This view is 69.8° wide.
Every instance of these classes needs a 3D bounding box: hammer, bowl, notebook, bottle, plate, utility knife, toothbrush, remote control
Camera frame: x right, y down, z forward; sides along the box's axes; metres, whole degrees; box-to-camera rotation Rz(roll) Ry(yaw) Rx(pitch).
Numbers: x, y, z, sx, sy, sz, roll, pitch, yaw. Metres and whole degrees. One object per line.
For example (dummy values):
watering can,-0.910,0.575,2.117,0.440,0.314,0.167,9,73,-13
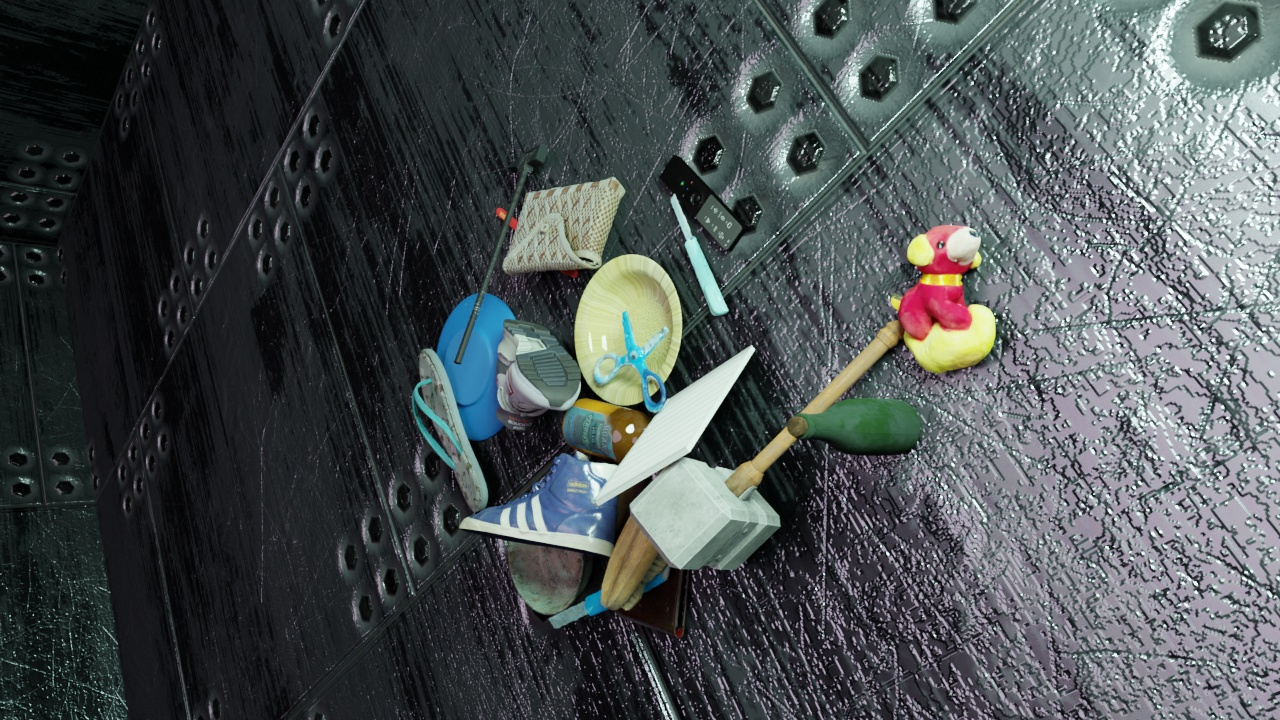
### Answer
hammer,0.149,0.077,0.926,0.318,0.162,0.083,-47,62,11
hammer,-0.204,-0.146,1.274,0.095,0.015,0.324,-7,63,55
bowl,-0.114,0.257,1.221,0.158,0.038,0.157,-4,84,44
notebook,0.039,0.068,0.990,0.009,0.209,0.143,49,127,-7
bottle,-0.022,0.091,1.123,0.157,0.067,0.068,11,95,44
plate,-0.255,0.009,1.387,0.225,0.024,0.224,-4,84,44
utility knife,-0.040,0.288,1.123,0.222,0.015,0.031,-32,58,33
bottle,0.192,0.061,0.841,0.055,0.173,0.055,-4,84,44
toothbrush,-0.154,-0.170,1.305,0.212,0.017,0.012,41,115,38
plate,-0.007,-0.037,1.138,0.185,0.036,0.184,-4,85,44
remote control,0.072,-0.188,1.088,0.034,0.013,0.150,-55,53,26
utility knife,0.065,-0.126,1.084,0.022,0.015,0.166,-35,68,38

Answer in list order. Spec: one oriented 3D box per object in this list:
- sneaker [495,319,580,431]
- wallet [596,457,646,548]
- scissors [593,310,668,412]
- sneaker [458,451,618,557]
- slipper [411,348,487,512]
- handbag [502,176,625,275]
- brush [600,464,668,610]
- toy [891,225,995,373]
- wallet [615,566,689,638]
sneaker,-0.145,0.041,1.218,0.239,0.088,0.124,-124,46,-59
wallet,-0.029,0.176,1.145,0.092,0.018,0.115,-9,63,44
scissors,-0.006,0.007,1.102,0.134,0.011,0.139,-41,61,33
sneaker,-0.124,0.169,1.151,0.234,0.091,0.118,0,70,37
slipper,-0.303,0.110,1.391,0.268,0.054,0.098,65,148,18
handbag,-0.109,-0.176,1.223,0.186,0.047,0.124,1,68,45
brush,0.013,0.203,1.064,0.059,0.043,0.195,23,84,57
toy,0.278,-0.056,0.852,0.106,0.067,0.137,6,104,47
wallet,0.015,0.262,1.103,0.100,0.031,0.120,5,88,43
